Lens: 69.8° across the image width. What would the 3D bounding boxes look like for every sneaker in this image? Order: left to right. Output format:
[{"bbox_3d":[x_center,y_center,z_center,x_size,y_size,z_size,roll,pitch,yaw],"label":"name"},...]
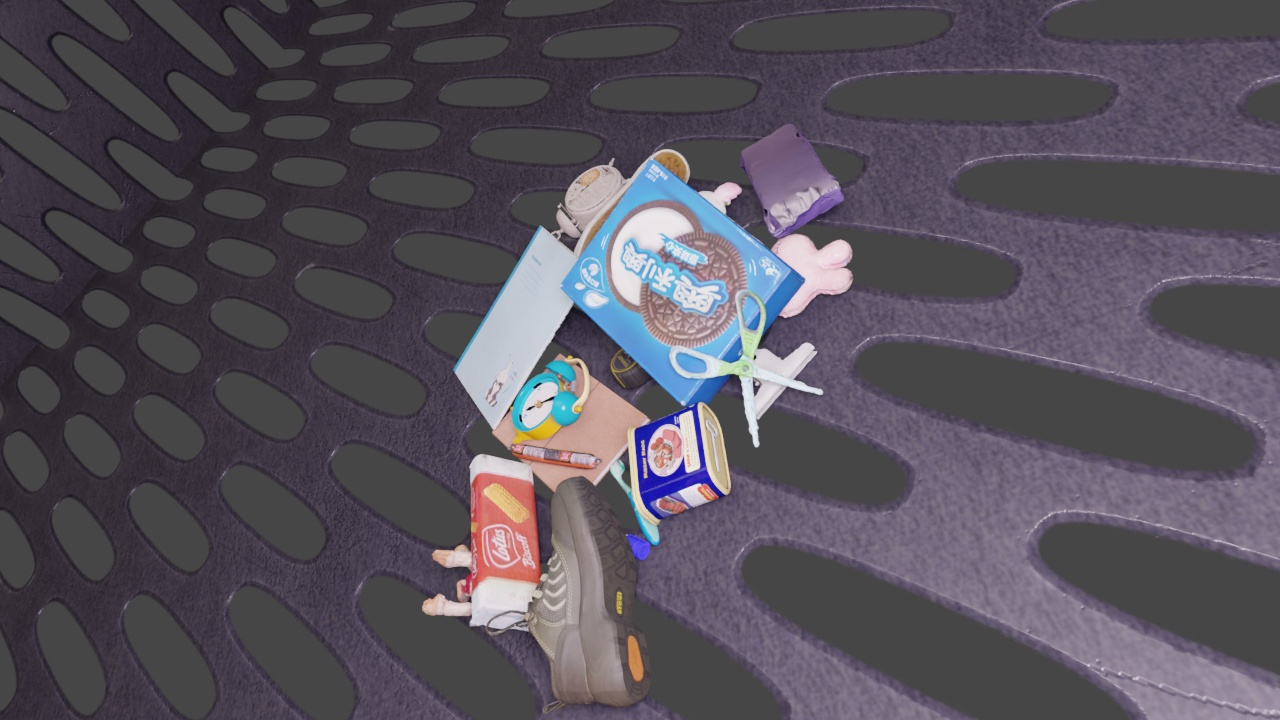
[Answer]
[{"bbox_3d":[-0.079,0.249,0.951,0.143,0.101,0.237,-24,59,20],"label":"sneaker"},{"bbox_3d":[-0.021,-0.192,1.285,0.235,0.087,0.079,-55,11,-6],"label":"sneaker"}]

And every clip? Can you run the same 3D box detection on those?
[{"bbox_3d":[0.142,0.010,1.022,0.101,0.045,0.055,-48,55,-6],"label":"clip"}]

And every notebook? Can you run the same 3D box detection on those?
[{"bbox_3d":[-0.170,-0.051,1.276,0.253,0.009,0.181,-58,38,9],"label":"notebook"},{"bbox_3d":[-0.094,0.084,1.166,0.141,0.008,0.209,-50,42,-6],"label":"notebook"}]

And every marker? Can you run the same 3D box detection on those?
[{"bbox_3d":[-0.046,0.192,1.034,0.142,0.020,0.020,14,67,44],"label":"marker"}]

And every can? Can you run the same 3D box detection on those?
[{"bbox_3d":[0.042,0.110,1.004,0.092,0.056,0.116,-24,46,20],"label":"can"}]

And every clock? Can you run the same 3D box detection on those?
[{"bbox_3d":[-0.116,0.051,1.172,0.130,0.043,0.099,-35,42,21],"label":"clock"},{"bbox_3d":[-0.080,-0.231,1.368,0.157,0.061,0.103,-40,42,1],"label":"clock"}]

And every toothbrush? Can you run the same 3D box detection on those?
[{"bbox_3d":[-0.006,0.157,1.031,0.017,0.022,0.135,-59,36,20],"label":"toothbrush"}]

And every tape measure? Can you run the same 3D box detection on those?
[{"bbox_3d":[-0.007,0.007,1.141,0.061,0.034,0.061,-37,33,2],"label":"tape measure"}]

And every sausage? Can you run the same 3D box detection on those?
[{"bbox_3d":[-0.107,0.118,1.126,0.156,0.020,0.020,3,59,39],"label":"sausage"}]

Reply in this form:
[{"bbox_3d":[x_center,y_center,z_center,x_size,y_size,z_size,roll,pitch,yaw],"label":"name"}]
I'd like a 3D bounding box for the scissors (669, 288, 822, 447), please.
[{"bbox_3d":[0.110,0.009,0.993,0.172,0.023,0.171,-5,90,12],"label":"scissors"}]

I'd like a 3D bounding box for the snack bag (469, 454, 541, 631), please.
[{"bbox_3d":[-0.157,0.205,1.057,0.041,0.077,0.224,-60,27,32],"label":"snack bag"}]

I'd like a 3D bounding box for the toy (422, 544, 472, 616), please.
[{"bbox_3d":[-0.190,0.267,1.056,0.106,0.074,0.085,17,92,22],"label":"toy"}]

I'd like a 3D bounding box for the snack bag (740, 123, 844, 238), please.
[{"bbox_3d":[0.181,-0.228,1.139,0.096,0.058,0.205,-30,31,13],"label":"snack bag"}]

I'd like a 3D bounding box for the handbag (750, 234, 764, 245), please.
[{"bbox_3d":[0.072,-0.100,1.145,0.126,0.069,0.158,38,86,30],"label":"handbag"}]

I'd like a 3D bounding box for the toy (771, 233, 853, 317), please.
[{"bbox_3d":[0.194,-0.102,1.060,0.105,0.053,0.108,-7,56,26],"label":"toy"}]

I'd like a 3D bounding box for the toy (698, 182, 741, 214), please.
[{"bbox_3d":[0.083,-0.195,1.231,0.123,0.038,0.079,-38,30,7],"label":"toy"}]

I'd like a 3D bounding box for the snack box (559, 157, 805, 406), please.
[{"bbox_3d":[0.042,-0.091,1.073,0.239,0.056,0.196,44,104,26],"label":"snack box"}]
